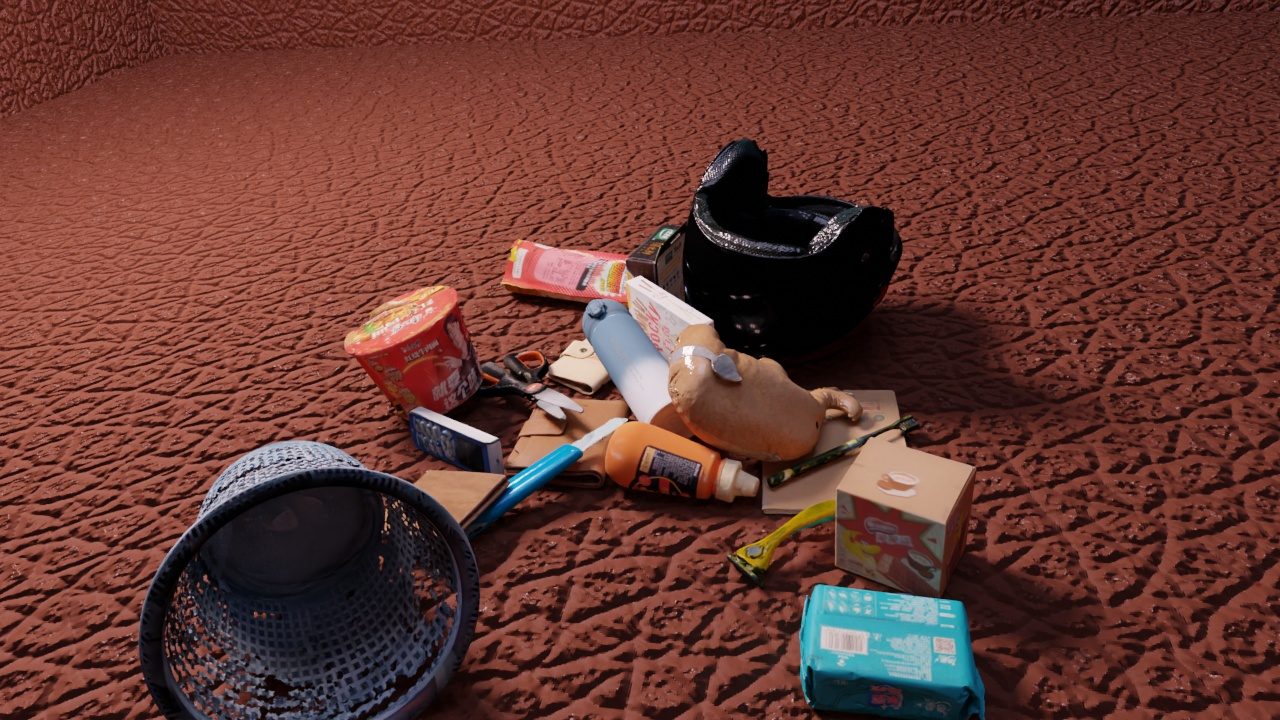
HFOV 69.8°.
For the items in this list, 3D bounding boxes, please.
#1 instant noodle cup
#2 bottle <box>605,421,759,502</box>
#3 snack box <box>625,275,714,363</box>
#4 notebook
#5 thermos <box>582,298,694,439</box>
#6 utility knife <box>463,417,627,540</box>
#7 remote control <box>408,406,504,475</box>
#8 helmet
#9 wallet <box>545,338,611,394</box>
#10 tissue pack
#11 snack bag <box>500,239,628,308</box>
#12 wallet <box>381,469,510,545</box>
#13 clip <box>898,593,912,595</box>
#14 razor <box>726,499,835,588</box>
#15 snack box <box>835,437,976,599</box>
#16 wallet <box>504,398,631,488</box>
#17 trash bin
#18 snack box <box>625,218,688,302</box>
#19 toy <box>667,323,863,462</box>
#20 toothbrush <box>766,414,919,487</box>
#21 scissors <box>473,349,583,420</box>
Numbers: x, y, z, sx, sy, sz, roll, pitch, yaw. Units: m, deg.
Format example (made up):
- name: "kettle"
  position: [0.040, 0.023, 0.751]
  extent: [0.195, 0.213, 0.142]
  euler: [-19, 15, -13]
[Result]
- name: "instant noodle cup"
  position: [-0.248, -0.005, 1.046]
  extent: [0.138, 0.109, 0.137]
  euler: [-18, 29, 10]
- name: "bottle"
  position: [0.043, 0.105, 0.893]
  extent: [0.149, 0.067, 0.066]
  euler: [14, 35, 15]
- name: "snack box"
  position: [0.036, -0.036, 1.100]
  extent: [0.026, 0.085, 0.157]
  euler: [-23, 35, -24]
- name: "notebook"
  position: [0.198, 0.088, 0.943]
  extent: [0.148, 0.008, 0.207]
  euler: [-1, 31, 7]
- name: "thermos"
  position: [-0.006, 0.006, 1.029]
  extent: [0.070, 0.070, 0.220]
  euler: [-16, 40, -17]
- name: "utility knife"
  position: [-0.096, 0.110, 0.899]
  extent: [0.202, 0.018, 0.034]
  euler: [-34, 34, -18]
- name: "remote control"
  position: [-0.194, 0.086, 0.967]
  extent: [0.125, 0.049, 0.024]
  euler: [18, 35, 33]
- name: "helmet"
  position: [0.174, -0.119, 1.086]
  extent: [0.274, 0.231, 0.233]
  euler: [-9, 38, -40]
- name: "wallet"
  position: [-0.057, -0.002, 1.119]
  extent: [0.087, 0.024, 0.114]
  euler: [15, 38, 32]
- name: "tissue pack"
  position: [0.186, 0.219, 0.685]
  extent: [0.133, 0.050, 0.093]
  euler: [3, 30, 13]
- name: "snack bag"
  position: [-0.082, -0.122, 1.290]
  extent: [0.208, 0.073, 0.128]
  euler: [10, 38, 14]
- name: "wallet"
  position: [-0.195, 0.141, 0.877]
  extent: [0.115, 0.020, 0.101]
  euler: [-5, 27, 35]
- name: "clip"
  position: [0.201, 0.202, 0.747]
  extent: [0.056, 0.026, 0.024]
  euler: [1, 31, -16]
- name: "razor"
  position: [0.140, 0.154, 0.820]
  extent: [0.132, 0.028, 0.043]
  euler: [-25, 33, -26]
- name: "snack box"
  position: [0.222, 0.134, 0.777]
  extent: [0.093, 0.094, 0.076]
  euler: [16, 40, 31]
- name: "wallet"
  position: [-0.075, 0.083, 0.973]
  extent: [0.108, 0.031, 0.131]
  euler: [4, 31, 12]
- name: "trash bin"
  position: [-0.261, 0.161, 0.719]
  extent: [0.226, 0.227, 0.195]
  euler: [-18, 21, -21]
- name: "snack box"
  position: [0.030, -0.117, 1.197]
  extent: [0.053, 0.126, 0.113]
  euler: [10, 34, 24]
- name: "toy"
  position: [0.127, 0.044, 0.930]
  extent: [0.226, 0.083, 0.143]
  euler: [22, 50, -21]
- name: "toothbrush"
  position: [0.205, 0.091, 0.917]
  extent: [0.185, 0.012, 0.017]
  euler: [-19, 45, -23]
- name: "scissors"
  position: [-0.113, 0.023, 1.038]
  extent: [0.234, 0.022, 0.160]
  euler: [3, 29, 38]
